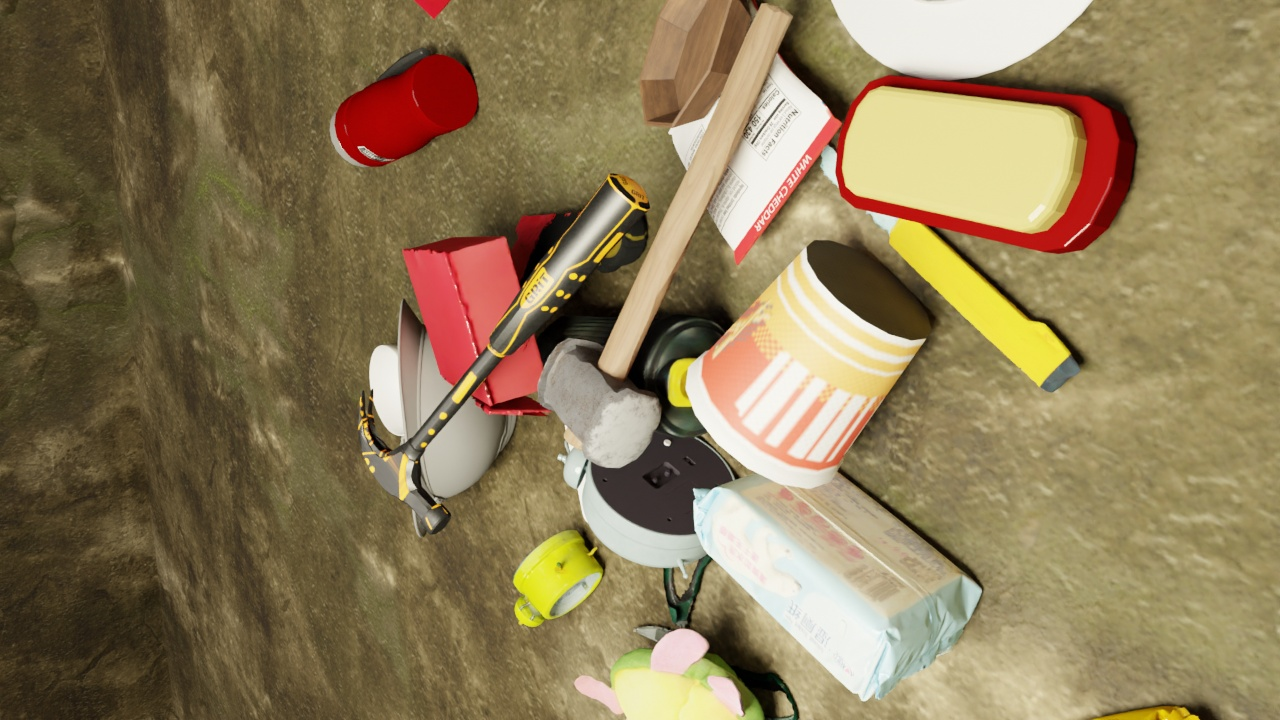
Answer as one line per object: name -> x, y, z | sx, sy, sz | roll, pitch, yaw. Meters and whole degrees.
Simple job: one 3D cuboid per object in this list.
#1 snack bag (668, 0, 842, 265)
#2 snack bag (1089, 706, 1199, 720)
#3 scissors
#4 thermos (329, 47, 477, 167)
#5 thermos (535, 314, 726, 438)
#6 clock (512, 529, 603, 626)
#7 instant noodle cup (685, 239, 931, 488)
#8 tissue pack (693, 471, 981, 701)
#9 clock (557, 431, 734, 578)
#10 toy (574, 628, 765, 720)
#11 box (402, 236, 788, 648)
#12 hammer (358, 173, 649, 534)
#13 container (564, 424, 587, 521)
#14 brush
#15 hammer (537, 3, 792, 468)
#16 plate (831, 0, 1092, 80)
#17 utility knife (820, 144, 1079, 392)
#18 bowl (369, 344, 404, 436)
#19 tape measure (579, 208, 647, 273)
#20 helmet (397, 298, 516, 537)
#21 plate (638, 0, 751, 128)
snack bag -> 0.072, -0.166, 0.656 | 0.131, 0.039, 0.144 | -55, 47, 42
snack bag -> 0.264, 0.308, 0.544 | 0.248, 0.068, 0.159 | -47, 64, 46
scissors -> 0.055, 0.231, 0.816 | 0.202, 0.015, 0.204 | 3, 103, 48
thermos -> -0.261, -0.280, 1.003 | 0.199, 0.083, 0.108 | -3, 79, 48
thermos -> -0.005, 0.004, 0.764 | 0.221, 0.098, 0.098 | 10, 108, 55
clock -> -0.087, 0.225, 0.933 | 0.057, 0.083, 0.119 | 46, 130, 23
instant noodle cup -> 0.114, -0.003, 0.605 | 0.123, 0.123, 0.121 | 53, 128, 27
tissue pack -> 0.128, 0.138, 0.625 | 0.182, 0.111, 0.070 | 39, 127, 37
clock -> 0.005, 0.101, 0.751 | 0.159, 0.122, 0.045 | 37, 132, 26
toy -> 0.034, 0.309, 0.786 | 0.190, 0.087, 0.239 | 27, 135, 13
box -> -0.043, 0.071, 0.868 | 0.171, 0.478, 0.214 | -55, 22, -8
hammer -> -0.106, -0.012, 0.676 | 0.123, 0.036, 0.321 | 48, 113, 14
container -> -0.024, 0.095, 0.844 | 0.081, 0.049, 0.129 | -8, 94, 51
brush -> 0.185, -0.116, 0.529 | 0.173, 0.041, 0.082 | 25, 109, 44
hammer -> 0.022, -0.082, 0.630 | 0.098, 0.052, 0.329 | 43, 113, 48
plate -> 0.181, -0.269, 0.522 | 0.209, 0.015, 0.209 | 17, 113, 47
utility knife -> 0.183, -0.065, 0.574 | 0.224, 0.019, 0.031 | 50, 129, 27
bowl -> -0.289, 0.033, 1.143 | 0.115, 0.050, 0.115 | 17, 113, 47
tape measure -> -0.024, -0.112, 0.797 | 0.062, 0.034, 0.061 | -23, 83, 49
helmet -> -0.194, 0.062, 0.996 | 0.183, 0.117, 0.271 | -112, 20, -64
plate -> 0.040, -0.227, 0.663 | 0.132, 0.025, 0.131 | -40, 43, 53
